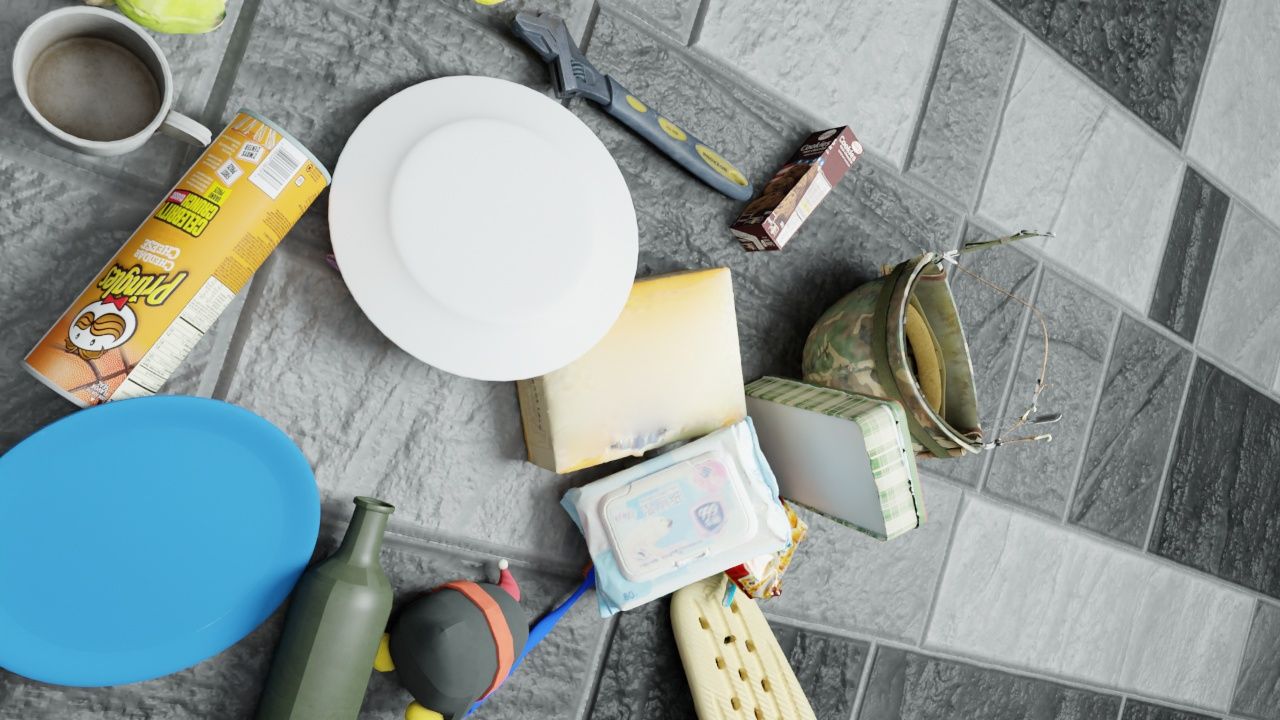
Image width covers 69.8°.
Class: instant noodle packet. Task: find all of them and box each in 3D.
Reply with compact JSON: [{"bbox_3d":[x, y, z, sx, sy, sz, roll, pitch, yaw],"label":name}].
[{"bbox_3d":[0.092,0.145,0.845,0.135,0.040,0.098,48,52,-4],"label":"instant noodle packet"}]

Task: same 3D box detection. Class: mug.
[{"bbox_3d":[-0.336,-0.168,0.591,0.113,0.071,0.084,29,80,-29],"label":"mug"}]

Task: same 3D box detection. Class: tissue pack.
[{"bbox_3d":[0.029,0.132,0.768,0.182,0.070,0.112,-23,79,7],"label":"tissue pack"}]

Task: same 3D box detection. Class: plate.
[{"bbox_3d":[-0.110,-0.105,0.700,0.242,0.016,0.242,5,79,-23],"label":"plate"},{"bbox_3d":[-0.333,0.121,0.620,0.223,0.024,0.225,-19,125,-29],"label":"plate"}]

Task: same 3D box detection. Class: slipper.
[{"bbox_3d":[0.093,0.326,0.882,0.111,0.079,0.261,-21,85,-27],"label":"slipper"}]

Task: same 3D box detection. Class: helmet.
[{"bbox_3d":[0.280,-0.005,0.869,0.223,0.237,0.192,-5,82,-44],"label":"helmet"}]

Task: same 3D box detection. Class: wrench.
[{"bbox_3d":[-0.001,-0.213,0.800,0.273,0.022,0.073,27,52,-32],"label":"wrench"}]

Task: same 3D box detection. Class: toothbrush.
[{"bbox_3d":[-0.094,0.241,0.801,0.182,0.018,0.016,-44,114,-16],"label":"toothbrush"}]

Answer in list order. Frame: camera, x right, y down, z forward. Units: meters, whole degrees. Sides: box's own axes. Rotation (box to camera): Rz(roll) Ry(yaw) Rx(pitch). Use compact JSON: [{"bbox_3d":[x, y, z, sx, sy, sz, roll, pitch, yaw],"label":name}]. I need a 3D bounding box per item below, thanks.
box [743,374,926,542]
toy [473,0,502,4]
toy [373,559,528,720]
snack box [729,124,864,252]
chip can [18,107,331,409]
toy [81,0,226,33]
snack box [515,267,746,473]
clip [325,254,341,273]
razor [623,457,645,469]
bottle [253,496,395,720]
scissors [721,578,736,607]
[{"bbox_3d":[0.164,0.081,0.823,0.050,0.206,0.118,-23,103,-20],"label":"box"},{"bbox_3d":[-0.134,-0.340,0.700,0.137,0.067,0.105,26,78,-37],"label":"toy"},{"bbox_3d":[-0.138,0.222,0.730,0.119,0.097,0.100,-11,146,-52],"label":"toy"},{"bbox_3d":[0.151,-0.165,0.882,0.140,0.051,0.032,-49,115,-17],"label":"snack box"},{"bbox_3d":[-0.306,-0.063,0.615,0.075,0.075,0.214,41,74,-26],"label":"chip can"},{"bbox_3d":[-0.325,-0.244,0.588,0.115,0.092,0.046,8,128,-22],"label":"toy"},{"bbox_3d":[-0.005,0.005,0.790,0.194,0.081,0.145,-12,100,-28],"label":"snack box"},{"bbox_3d":[-0.215,-0.063,0.704,0.050,0.014,0.046,-5,100,-32],"label":"clip"},{"bbox_3d":[0.005,0.146,0.836,0.088,0.047,0.116,-13,93,-28],"label":"razor"},{"bbox_3d":[-0.230,0.205,0.685,0.071,0.071,0.206,19,85,-30],"label":"bottle"},{"bbox_3d":[0.104,0.183,0.883,0.134,0.012,0.133,47,45,-31],"label":"scissors"}]
